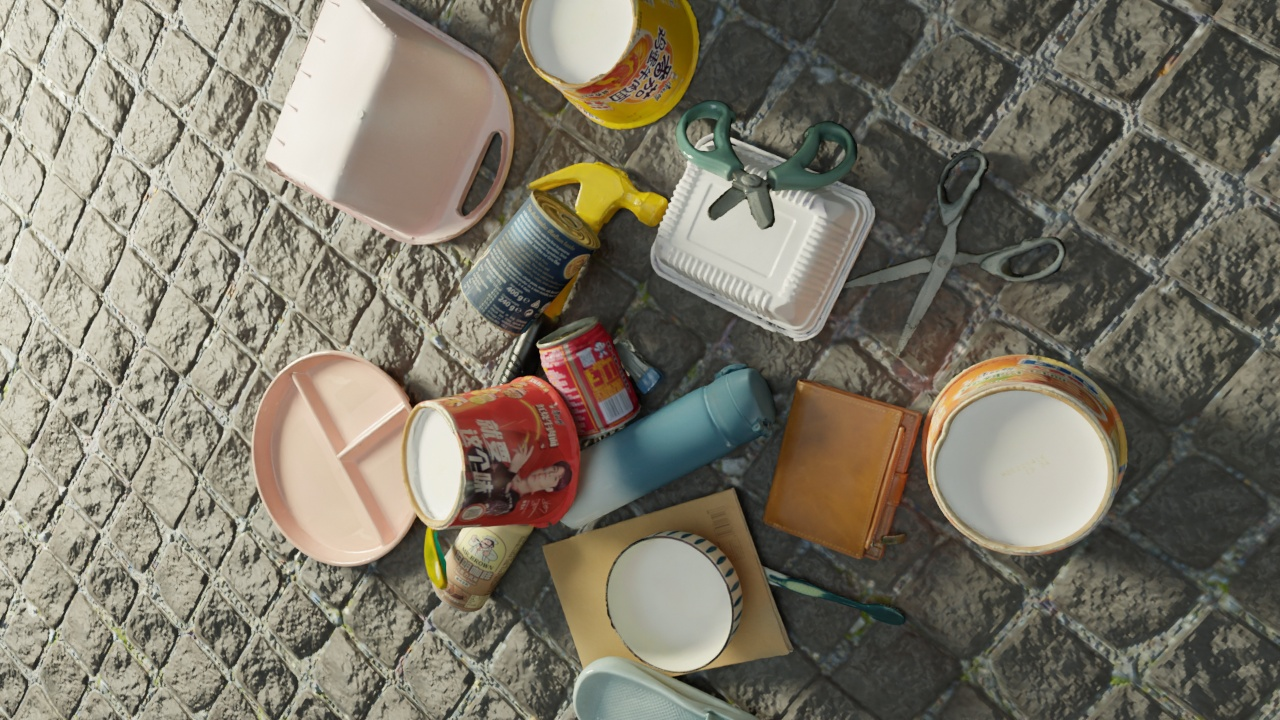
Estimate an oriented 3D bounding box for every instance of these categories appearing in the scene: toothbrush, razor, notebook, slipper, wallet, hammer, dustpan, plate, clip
[{"bbox_3d":[0.135,0.194,0.798,0.192,0.018,0.016,14,99,24],"label":"toothbrush"},{"bbox_3d":[-0.193,0.175,0.883,0.028,0.132,0.043,32,106,-22],"label":"razor"},{"bbox_3d":[0.018,0.215,0.840,0.212,0.012,0.149,-22,85,26],"label":"notebook"},{"bbox_3d":[0.045,0.348,0.802,0.245,0.074,0.104,28,107,13],"label":"slipper"},{"bbox_3d":[0.171,0.093,0.765,0.119,0.035,0.131,17,101,21],"label":"wallet"},{"bbox_3d":[-0.090,-0.046,0.870,0.129,0.032,0.301,30,104,19],"label":"hammer"},{"bbox_3d":[-0.255,-0.241,0.944,0.273,0.138,0.223,44,111,44],"label":"dustpan"},{"bbox_3d":[-0.319,0.103,0.977,0.230,0.028,0.229,2,94,22],"label":"plate"},{"bbox_3d":[-0.005,0.004,0.845,0.058,0.038,0.026,45,110,13],"label":"clip"}]

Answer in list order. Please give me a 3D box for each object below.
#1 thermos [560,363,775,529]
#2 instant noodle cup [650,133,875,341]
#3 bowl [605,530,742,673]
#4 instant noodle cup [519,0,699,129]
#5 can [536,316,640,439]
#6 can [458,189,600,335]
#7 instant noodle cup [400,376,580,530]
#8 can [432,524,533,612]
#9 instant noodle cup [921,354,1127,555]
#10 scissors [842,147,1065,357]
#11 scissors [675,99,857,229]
[{"bbox_3d":[0.017,0.077,0.816,0.221,0.070,0.070,-30,81,21],"label":"thermos"},{"bbox_3d":[0.091,-0.107,0.774,0.173,0.060,0.138,29,103,22],"label":"instant noodle cup"},{"bbox_3d":[0.036,0.200,0.786,0.117,0.066,0.116,2,95,26],"label":"bowl"},{"bbox_3d":[-0.031,-0.278,0.791,0.138,0.109,0.138,2,94,23],"label":"instant noodle cup"},{"bbox_3d":[-0.047,0.015,0.823,0.067,0.066,0.094,-19,104,23],"label":"can"},{"bbox_3d":[-0.099,-0.085,0.813,0.075,0.075,0.111,47,108,14],"label":"can"},{"bbox_3d":[-0.134,0.085,0.795,0.138,0.108,0.138,4,96,48],"label":"instant noodle cup"},{"bbox_3d":[-0.152,0.185,0.894,0.058,0.058,0.116,38,106,17],"label":"can"},{"bbox_3d":[0.280,0.073,0.677,0.151,0.111,0.151,1,93,23],"label":"instant noodle cup"},{"bbox_3d":[0.244,-0.086,0.737,0.181,0.014,0.159,-6,91,25],"label":"scissors"},{"bbox_3d":[0.109,-0.160,0.734,0.179,0.019,0.172,-5,47,-8],"label":"scissors"}]
